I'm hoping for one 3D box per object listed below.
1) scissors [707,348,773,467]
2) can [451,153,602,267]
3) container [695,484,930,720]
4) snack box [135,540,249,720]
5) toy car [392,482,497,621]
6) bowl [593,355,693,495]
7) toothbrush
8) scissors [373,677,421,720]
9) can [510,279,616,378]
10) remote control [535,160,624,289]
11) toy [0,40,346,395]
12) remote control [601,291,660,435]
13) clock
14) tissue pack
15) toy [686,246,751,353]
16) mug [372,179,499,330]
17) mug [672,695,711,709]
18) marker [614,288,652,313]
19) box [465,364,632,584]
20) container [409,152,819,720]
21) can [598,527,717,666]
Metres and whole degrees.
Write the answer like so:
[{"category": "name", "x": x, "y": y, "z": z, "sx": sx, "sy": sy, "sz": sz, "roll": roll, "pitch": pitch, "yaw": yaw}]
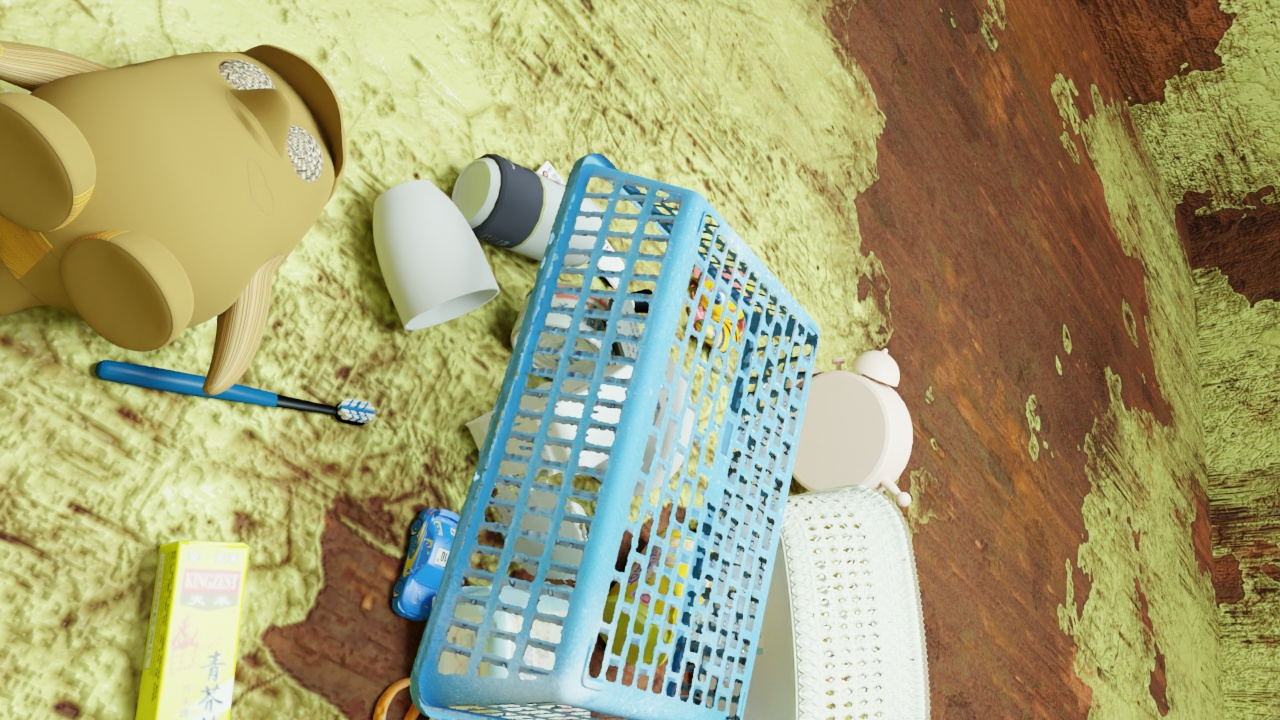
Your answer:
[{"category": "scissors", "x": 0.113, "y": 0.043, "z": 0.942, "sx": 0.173, "sy": 0.014, "sz": 0.141, "roll": -37, "pitch": 104, "yaw": -48}, {"category": "can", "x": -0.084, "y": -0.115, "z": 0.732, "sx": 0.127, "sy": 0.064, "sz": 0.064, "roll": 16, "pitch": 67, "yaw": -45}, {"category": "container", "x": 0.139, "y": 0.230, "z": 0.798, "sx": 0.142, "sy": 0.185, "sz": 0.246, "roll": 8, "pitch": 71, "yaw": -36}, {"category": "snack box", "x": -0.244, "y": 0.173, "z": 0.495, "sx": 0.040, "sy": 0.029, "sz": 0.147, "roll": 17, "pitch": 67, "yaw": -45}, {"category": "toy car", "x": -0.127, "y": 0.126, "z": 0.614, "sx": 0.033, "sy": 0.062, "sz": 0.091, "roll": 33, "pitch": 56, "yaw": -37}, {"category": "bowl", "x": 0.003, "y": 0.041, "z": 0.797, "sx": 0.149, "sy": 0.043, "sz": 0.149, "roll": 17, "pitch": 66, "yaw": -44}, {"category": "toothbrush", "x": -0.239, "y": 0.020, "z": 0.558, "sx": 0.167, "sy": 0.014, "sz": 0.014, "roll": 17, "pitch": 55, "yaw": -45}, {"category": "scissors", "x": -0.157, "y": 0.266, "z": 0.578, "sx": 0.127, "sy": 0.011, "sz": 0.125, "roll": 49, "pitch": 46, "yaw": -26}, {"category": "can", "x": -0.055, "y": -0.020, "z": 0.719, "sx": 0.086, "sy": 0.086, "sz": 0.043, "roll": 40, "pitch": 53, "yaw": -33}, {"category": "remote control", "x": -0.054, "y": -0.117, "z": 0.806, "sx": 0.124, "sy": 0.012, "sz": 0.028, "roll": 52, "pitch": 46, "yaw": -24}, {"category": "toy", "x": -0.237, "y": -0.104, "z": 0.501, "sx": 0.199, "sy": 0.163, "sz": 0.202, "roll": 60, "pitch": 33, "yaw": -20}, {"category": "remote control", "x": -0.004, "y": 0.004, "z": 0.714, "sx": 0.137, "sy": 0.013, "sz": 0.033, "roll": 72, "pitch": 33, "yaw": -44}, {"category": "clock", "x": 0.204, "y": 0.073, "z": 0.944, "sx": 0.086, "sy": 0.131, "sz": 0.160, "roll": 22, "pitch": 63, "yaw": -43}, {"category": "tissue pack", "x": -0.086, "y": 0.240, "z": 0.612, "sx": 0.112, "sy": 0.070, "sz": 0.181, "roll": 24, "pitch": 62, "yaw": -57}, {"category": "toy", "x": 0.081, "y": -0.055, "z": 0.914, "sx": 0.084, "sy": 0.046, "sz": 0.103, "roll": 38, "pitch": 56, "yaw": -42}, {"category": "mug", "x": -0.145, "y": -0.077, "z": 0.662, "sx": 0.089, "sy": 0.071, "sz": 0.107, "roll": 66, "pitch": 13, "yaw": 3}, {"category": "mug", "x": 0.029, "y": 0.345, "z": 0.719, "sx": 0.123, "sy": 0.084, "sz": 0.104, "roll": -38, "pitch": 111, "yaw": -21}, {"category": "marker", "x": -0.030, "y": -0.048, "z": 0.802, "sx": 0.125, "sy": 0.025, "sz": 0.025, "roll": -10, "pitch": 86, "yaw": -49}, {"category": "box", "x": -0.052, "y": 0.089, "z": 0.674, "sx": 0.125, "sy": 0.109, "sz": 0.137, "roll": -31, "pitch": 101, "yaw": -48}, {"category": "container", "x": 0.018, "y": 0.073, "z": 0.612, "sx": 0.257, "sy": 0.089, "sz": 0.361, "roll": 37, "pitch": 62, "yaw": -48}, {"category": "can", "x": 0.016, "y": 0.191, "z": 0.749, "sx": 0.104, "sy": 0.068, "sz": 0.067, "roll": -44, "pitch": 111, "yaw": -46}]
